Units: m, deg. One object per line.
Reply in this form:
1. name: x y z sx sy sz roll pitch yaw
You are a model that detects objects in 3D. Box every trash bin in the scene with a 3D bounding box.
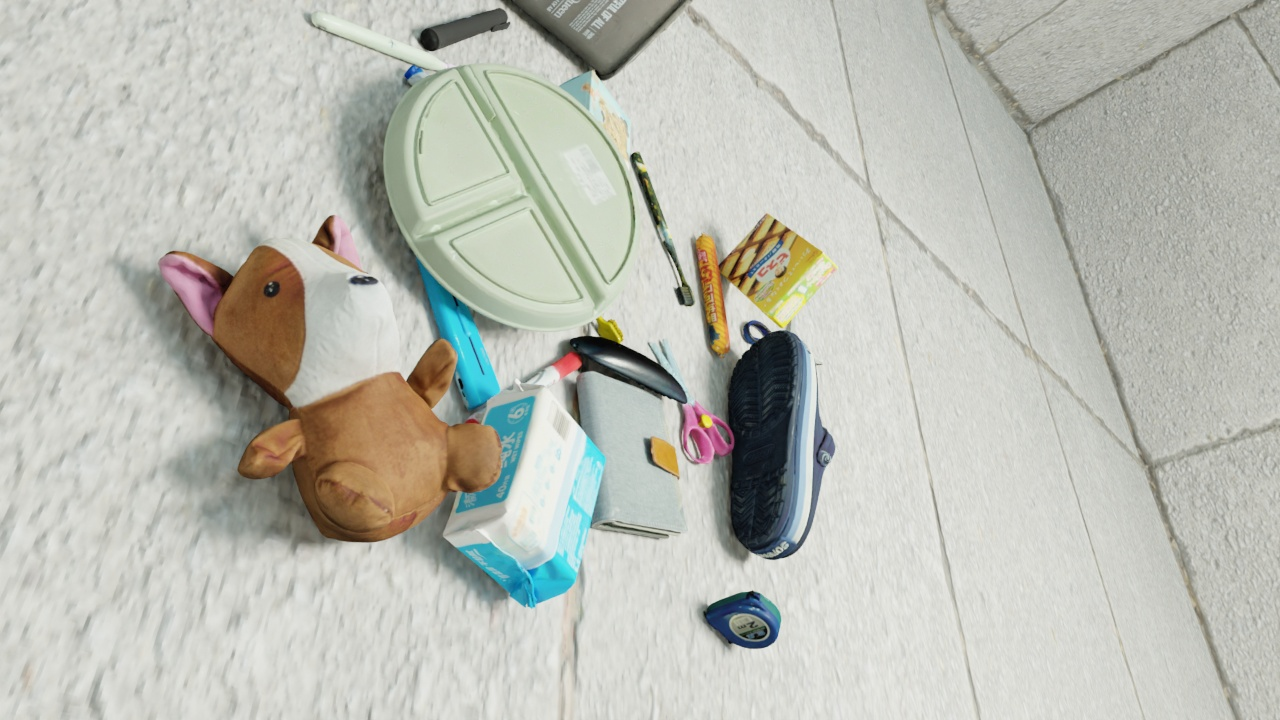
1. trash bin: -0.065 -0.446 0.937 0.219 0.200 0.198 24 49 -34

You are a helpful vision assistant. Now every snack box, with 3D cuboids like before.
1. snack box: 0.145 -0.100 0.997 0.033 0.087 0.140 37 10 -33
2. snack box: -0.050 -0.191 0.876 0.074 0.052 0.174 46 34 -44

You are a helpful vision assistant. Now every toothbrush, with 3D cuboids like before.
1. toothbrush: 0.022 -0.142 0.983 0.017 0.012 0.185 -6 72 -43
2. toothbrush: -0.071 -0.093 0.823 0.190 0.016 0.016 56 29 -7
3. toothbrush: -0.193 -0.263 0.781 0.189 0.029 0.020 3 105 -50

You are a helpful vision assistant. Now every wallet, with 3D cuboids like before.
1. wallet: -0.004 0.080 0.769 0.106 0.037 0.129 19 52 -44

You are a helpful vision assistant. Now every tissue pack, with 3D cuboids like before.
1. tissue pack: -0.078 0.089 0.633 0.090 0.063 0.139 54 33 -36

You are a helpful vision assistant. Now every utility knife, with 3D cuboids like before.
1. utility knife: -0.147 -0.051 0.691 0.034 0.018 0.185 -6 70 -53

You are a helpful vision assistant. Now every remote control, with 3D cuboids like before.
1. remote control: -0.005 0.005 0.814 0.136 0.024 0.053 27 8 -41

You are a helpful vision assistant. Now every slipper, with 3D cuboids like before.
1. slipper: 0.148 0.079 0.905 0.095 0.105 0.252 30 47 -27

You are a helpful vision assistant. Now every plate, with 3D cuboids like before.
1. plate: -0.090 -0.134 0.724 0.230 0.028 0.229 15 65 -35

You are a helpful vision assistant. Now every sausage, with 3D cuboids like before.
1. sausage: 0.079 -0.074 1.001 0.021 0.022 0.165 25 48 -42

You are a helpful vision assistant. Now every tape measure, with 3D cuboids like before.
1. tape measure: 0.091 0.219 0.776 0.054 0.058 0.025 47 37 -17

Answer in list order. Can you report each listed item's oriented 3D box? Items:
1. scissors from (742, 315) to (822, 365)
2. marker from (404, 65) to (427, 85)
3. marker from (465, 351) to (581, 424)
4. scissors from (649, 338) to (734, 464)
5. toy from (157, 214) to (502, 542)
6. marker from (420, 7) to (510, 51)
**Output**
1. scissors: 0.173 -0.005 1.085 0.162 0.012 0.175 34 42 -34
2. marker: -0.145 -0.203 0.803 0.145 0.017 0.016 39 40 -30
3. marker: -0.089 0.024 0.715 0.017 0.017 0.144 59 34 -4
4. scissors: 0.039 0.040 0.878 0.076 0.017 0.137 -32 89 -47
5. toy: -0.175 0.006 0.532 0.139 0.131 0.199 -18 72 -50
6. marker: -0.161 -0.309 0.854 0.022 0.020 0.131 47 35 -6
